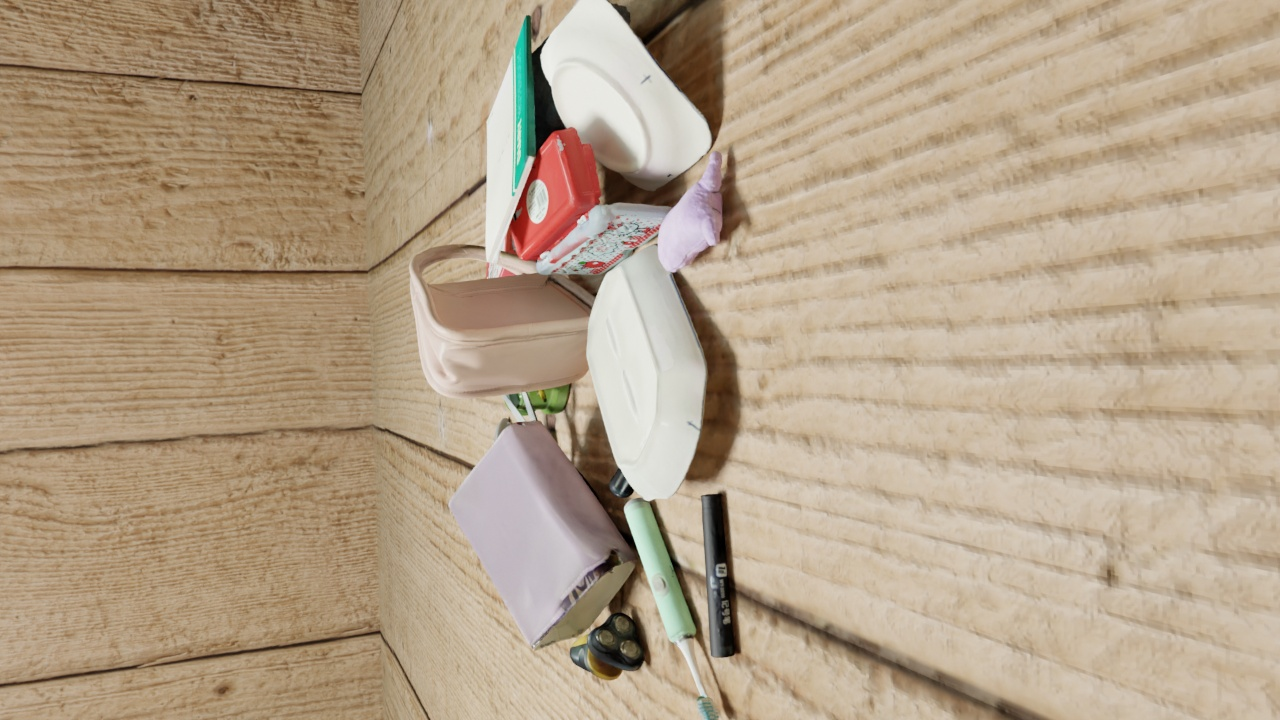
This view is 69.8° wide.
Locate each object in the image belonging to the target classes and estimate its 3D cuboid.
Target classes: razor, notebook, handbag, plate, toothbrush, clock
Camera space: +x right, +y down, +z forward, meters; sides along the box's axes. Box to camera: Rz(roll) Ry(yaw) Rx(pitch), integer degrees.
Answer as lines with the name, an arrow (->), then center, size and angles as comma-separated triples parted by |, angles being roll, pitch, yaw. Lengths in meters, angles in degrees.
razor -> -0.043, 0.306, 0.979 | 0.067, 0.062, 0.168 | -68, 8, -24
notebook -> -0.131, -0.223, 0.923 | 0.151, 0.012, 0.208 | 124, 148, -48
handbag -> -0.168, -0.066, 1.018 | 0.234, 0.193, 0.094 | 52, 138, 39
plate -> -0.026, -0.217, 0.790 | 0.164, 0.034, 0.164 | 49, 158, -10
toothbrush -> 0.014, 0.065, 0.852 | 0.027, 0.026, 0.213 | 41, 139, 12
toothbrush -> 0.028, 0.220, 0.827 | 0.026, 0.027, 0.224 | -37, 49, 17
plate -> -0.005, 0.005, 0.832 | 0.265, 0.034, 0.162 | -108, 32, -47
clock -> -0.138, 0.011, 1.156 | 0.161, 0.056, 0.116 | 165, 103, -66
handbag -> -0.102, 0.181, 0.980 | 0.197, 0.098, 0.145 | 52, 124, 26

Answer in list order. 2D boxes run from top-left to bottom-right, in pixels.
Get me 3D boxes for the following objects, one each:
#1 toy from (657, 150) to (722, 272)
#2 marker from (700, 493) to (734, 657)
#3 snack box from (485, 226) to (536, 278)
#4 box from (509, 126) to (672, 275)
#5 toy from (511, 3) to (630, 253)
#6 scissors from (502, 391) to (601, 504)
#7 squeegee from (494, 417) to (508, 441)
toy -> 0.041, -0.114, 0.757 | 0.108, 0.039, 0.083 | 136, 142, -66
marker -> 0.062, 0.176, 0.755 | 0.022, 0.020, 0.132 | 134, 132, -81
snack box -> -0.171, -0.131, 1.213 | 0.127, 0.044, 0.113 | 127, 147, -55
box -> -0.053, -0.143, 0.880 | 0.202, 0.099, 0.112 | -23, 82, 66
toy -> -0.087, -0.253, 0.963 | 0.357, 0.091, 0.137 | 123, 148, -50
scissors -> -0.111, 0.124, 1.078 | 0.221, 0.021, 0.231 | 37, 140, 44
squeegee -> -0.186, 0.168, 1.276 | 0.246, 0.039, 0.247 | -110, 19, -46
